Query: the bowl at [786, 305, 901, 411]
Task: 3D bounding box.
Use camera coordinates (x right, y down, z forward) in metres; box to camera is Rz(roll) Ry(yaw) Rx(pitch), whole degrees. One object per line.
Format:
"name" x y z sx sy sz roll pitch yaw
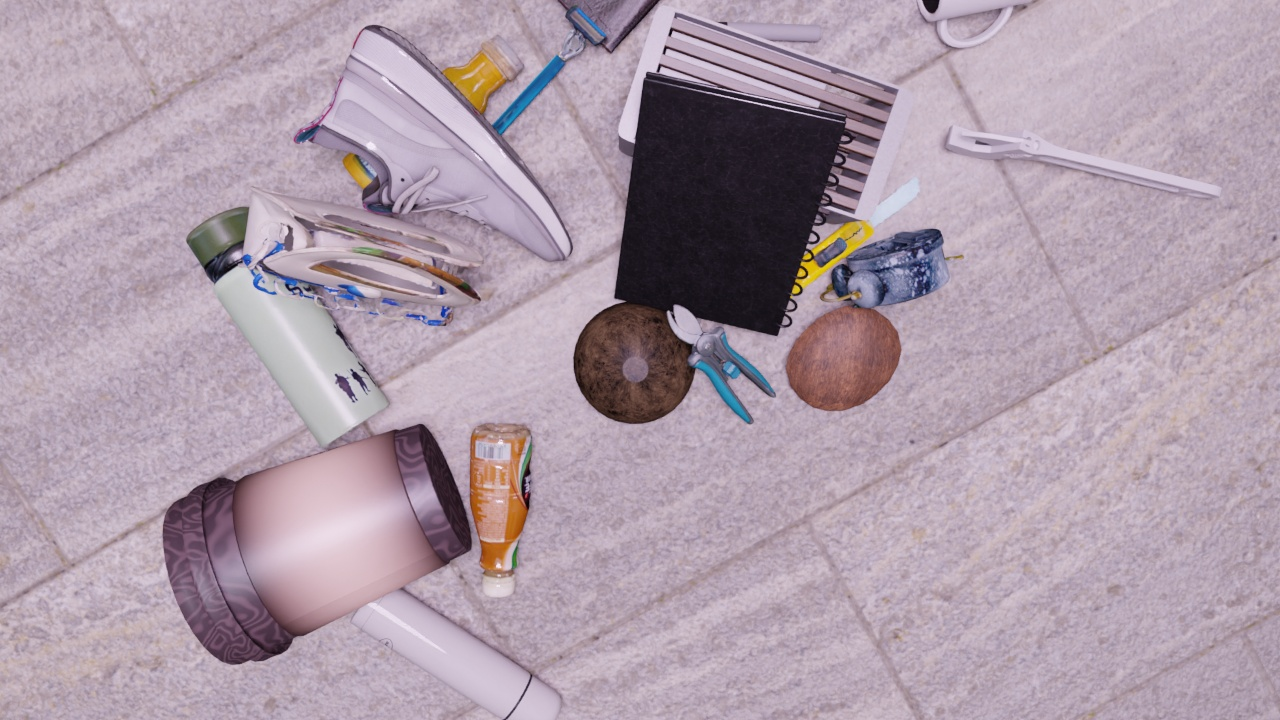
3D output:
"bowl" 0.198 0.004 0.883 0.102 0.026 0.114 41 106 -17

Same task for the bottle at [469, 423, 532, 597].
"bottle" -0.137 0.146 0.893 0.059 0.059 0.167 2 97 -1

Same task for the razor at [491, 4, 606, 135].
"razor" -0.093 -0.262 0.857 0.042 0.022 0.144 46 105 1

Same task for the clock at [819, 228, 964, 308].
"clock" 0.228 -0.083 0.856 0.129 0.090 0.052 -19 102 -2

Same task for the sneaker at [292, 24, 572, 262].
"sneaker" -0.172 -0.158 0.809 0.129 0.096 0.263 -43 121 9

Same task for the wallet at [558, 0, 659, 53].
"wallet" -0.036 -0.362 0.850 0.120 0.031 0.099 44 95 0

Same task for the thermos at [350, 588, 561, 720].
"thermos" -0.180 0.299 0.914 0.224 0.052 0.052 35 95 -5

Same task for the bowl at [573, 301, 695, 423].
"bowl" -0.005 0.005 0.879 0.121 0.056 0.121 0 97 -1

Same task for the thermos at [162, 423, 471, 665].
"thermos" -0.285 0.159 0.846 0.226 0.173 0.173 -22 97 -5

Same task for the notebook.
"notebook" 0.072 -0.124 0.792 0.169 0.019 0.232 13 136 4

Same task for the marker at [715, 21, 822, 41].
"marker" 0.100 -0.310 0.863 0.140 0.016 0.016 2 97 -1

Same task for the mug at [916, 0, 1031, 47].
"mug" 0.306 -0.342 0.839 0.089 0.073 0.105 -11 123 0

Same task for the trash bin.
"trash bin" 0.104 -0.212 0.825 0.229 0.114 0.114 18 96 -3

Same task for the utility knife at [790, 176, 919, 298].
"utility knife" 0.187 -0.110 0.891 0.207 0.018 0.030 -38 105 1

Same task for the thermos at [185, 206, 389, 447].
"thermos" -0.334 -0.033 0.863 0.082 0.082 0.231 -33 97 3

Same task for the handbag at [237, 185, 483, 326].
"handbag" -0.230 -0.081 0.782 0.200 0.200 0.093 10 95 -37

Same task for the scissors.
"scissors" 0.081 0.001 0.878 0.148 0.019 0.132 -5 102 -24

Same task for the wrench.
"wrench" 0.417 -0.184 0.864 0.273 0.087 0.018 10 96 -12

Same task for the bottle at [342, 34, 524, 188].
"bottle" -0.189 -0.226 0.850 0.186 0.053 0.053 -40 96 4
